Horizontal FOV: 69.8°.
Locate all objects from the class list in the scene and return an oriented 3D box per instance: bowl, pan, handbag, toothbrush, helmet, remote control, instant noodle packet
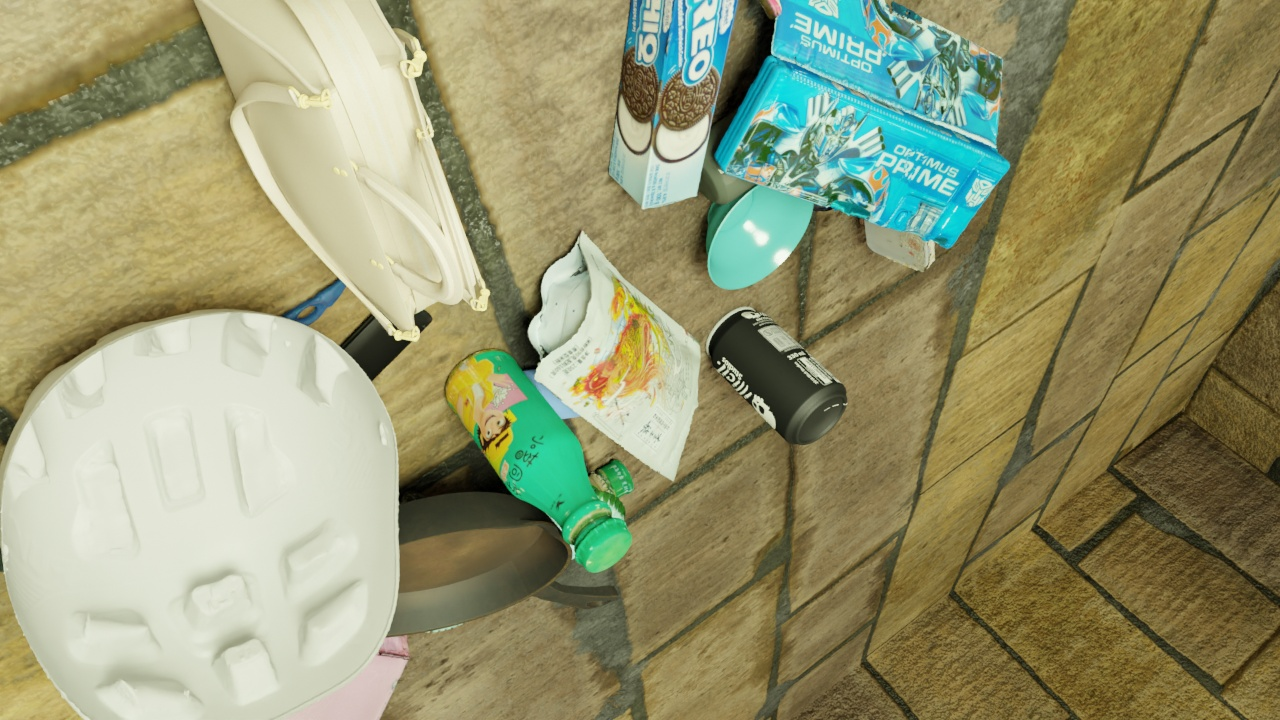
[{"bbox_3d":[0.096,-0.127,0.834,0.121,0.046,0.121,-27,144,-22],"label":"bowl"},{"bbox_3d":[-0.137,0.192,0.836,0.249,0.043,0.355,-33,148,23],"label":"pan"},{"bbox_3d":[-0.138,-0.098,0.483,0.101,0.198,0.195,-30,145,-19],"label":"handbag"},{"bbox_3d":[-0.222,-0.039,0.630,0.132,0.016,0.021,-39,145,-7],"label":"toothbrush"},{"bbox_3d":[-0.271,0.093,0.574,0.223,0.184,0.283,-28,141,-35],"label":"helmet"},{"bbox_3d":[-0.216,0.009,0.688,0.140,0.021,0.045,-46,149,3],"label":"remote control"},{"bbox_3d":[-0.005,0.005,0.833,0.269,0.057,0.146,40,61,-54],"label":"instant noodle packet"}]

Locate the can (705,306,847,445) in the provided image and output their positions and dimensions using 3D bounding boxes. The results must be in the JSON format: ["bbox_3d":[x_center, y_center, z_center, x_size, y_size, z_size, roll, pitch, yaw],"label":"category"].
[{"bbox_3d":[0.139,0.015,0.950,0.080,0.146,0.080,-27,144,-22],"label":"can"}]

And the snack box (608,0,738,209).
[{"bbox_3d":[0.025,-0.217,0.647,0.059,0.059,0.227,-17,140,-28],"label":"snack box"}]

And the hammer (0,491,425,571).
[{"bbox_3d":[-0.327,0.150,0.729,0.133,0.033,0.332,-51,145,15],"label":"hammer"}]

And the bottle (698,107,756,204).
[{"bbox_3d":[0.092,-0.180,0.757,0.108,0.060,0.060,-37,147,-8],"label":"bottle"}]

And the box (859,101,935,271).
[{"bbox_3d":[0.257,-0.196,0.903,0.107,0.095,0.216,-61,152,-20],"label":"box"}]

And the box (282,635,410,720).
[{"bbox_3d":[-0.306,0.285,0.815,0.099,0.098,0.232,-21,151,15],"label":"box"}]

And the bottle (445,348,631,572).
[{"bbox_3d":[-0.081,0.078,0.734,0.068,0.209,0.068,-27,144,-22],"label":"bottle"}]

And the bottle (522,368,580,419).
[{"bbox_3d":[-0.055,0.028,0.853,0.131,0.048,0.048,-6,132,-43],"label":"bottle"}]

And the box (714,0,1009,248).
[{"bbox_3d":[0.194,-0.196,0.726,0.243,0.063,0.174,12,102,-27],"label":"box"}]

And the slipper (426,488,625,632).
[{"bbox_3d":[-0.143,0.189,0.925,0.276,0.069,0.116,-28,139,11],"label":"slipper"}]

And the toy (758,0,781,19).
[{"bbox_3d":[0.096,-0.297,0.634,0.065,0.050,0.102,20,105,-28],"label":"toy"}]

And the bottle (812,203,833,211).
[{"bbox_3d":[0.164,-0.205,0.807,0.056,0.056,0.161,-31,146,-17],"label":"bottle"}]

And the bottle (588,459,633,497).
[{"bbox_3d":[-0.062,0.148,0.992,0.109,0.042,0.043,-27,144,-21],"label":"bottle"}]
